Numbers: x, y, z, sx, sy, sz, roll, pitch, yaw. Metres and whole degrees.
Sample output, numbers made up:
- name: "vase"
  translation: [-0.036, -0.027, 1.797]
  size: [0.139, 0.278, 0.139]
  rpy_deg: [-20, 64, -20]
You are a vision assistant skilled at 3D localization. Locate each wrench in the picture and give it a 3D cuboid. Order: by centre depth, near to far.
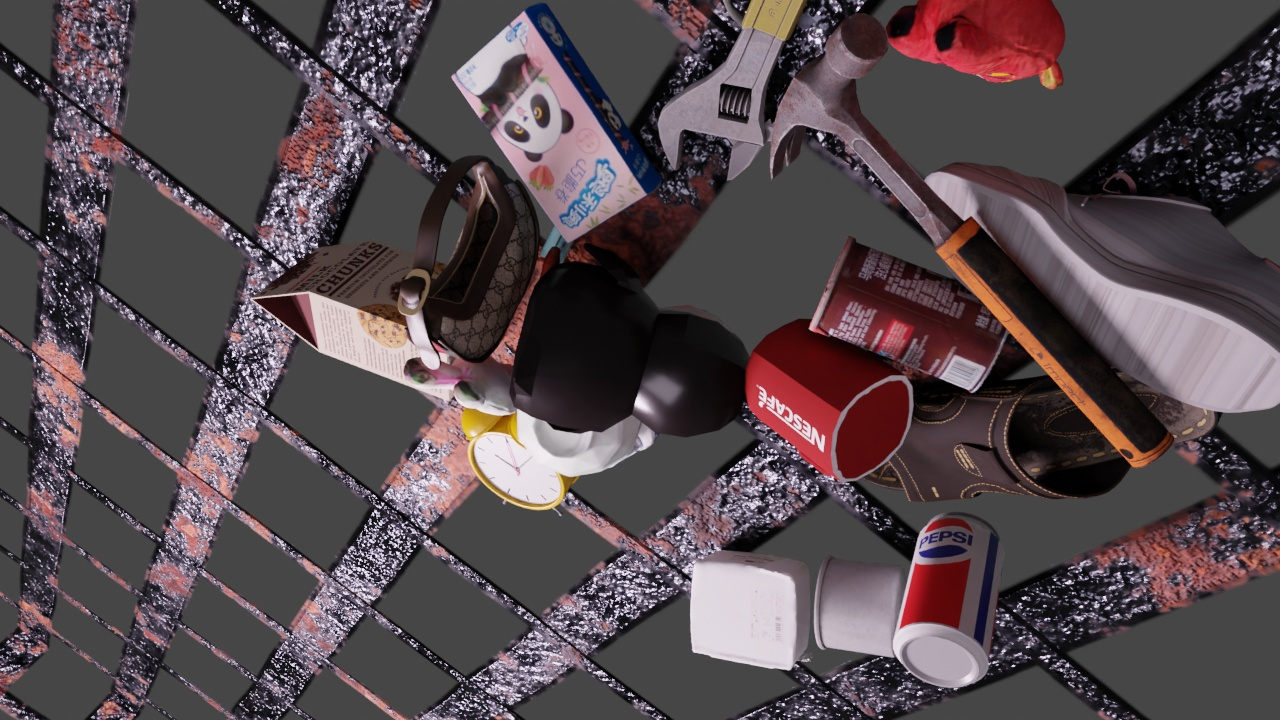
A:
- name: "wrench"
  translation: [0.081, -0.222, 0.562]
  size: [0.083, 0.018, 0.274]
  rpy_deg: [25, 135, 2]

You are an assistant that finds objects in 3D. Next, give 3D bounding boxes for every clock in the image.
- name: "clock"
  translation: [-0.121, 0.090, 0.920]
  size: [0.114, 0.051, 0.152]
  rpy_deg: [7, 132, 24]

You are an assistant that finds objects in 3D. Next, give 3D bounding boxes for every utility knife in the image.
- name: "utility knife"
  translation: [-0.046, -0.130, 0.729]
  size: [0.022, 0.015, 0.141]
  rpy_deg: [35, 131, 2]

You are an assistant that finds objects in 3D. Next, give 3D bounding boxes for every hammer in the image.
- name: "hammer"
  translation: [0.201, -0.056, 0.567]
  size: [0.314, 0.035, 0.138]
  rpy_deg: [48, 159, 0]

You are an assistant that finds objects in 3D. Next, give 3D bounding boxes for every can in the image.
- name: "can"
  translation: [0.251, 0.190, 0.740]
  size: [0.070, 0.131, 0.070]
  rpy_deg: [15, 131, 18]

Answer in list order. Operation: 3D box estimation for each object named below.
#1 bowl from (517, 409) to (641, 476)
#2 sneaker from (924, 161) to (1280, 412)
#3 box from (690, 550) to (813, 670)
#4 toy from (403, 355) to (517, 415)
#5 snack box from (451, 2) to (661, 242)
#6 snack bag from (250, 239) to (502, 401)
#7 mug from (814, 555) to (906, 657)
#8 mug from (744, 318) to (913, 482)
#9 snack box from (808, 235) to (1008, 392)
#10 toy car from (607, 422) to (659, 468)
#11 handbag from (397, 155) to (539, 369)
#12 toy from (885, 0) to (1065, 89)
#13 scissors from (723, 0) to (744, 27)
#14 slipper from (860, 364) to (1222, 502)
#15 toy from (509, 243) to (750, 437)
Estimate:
- name: "bowl"
  translation: [-0.061, 0.053, 0.818]
  size: [0.117, 0.061, 0.117]
  rpy_deg: [3, 103, 12]
- name: "sneaker"
  translation: [0.290, -0.066, 0.561]
  size: [0.236, 0.089, 0.099]
  rpy_deg: [38, 152, 26]
- name: "box"
  translation: [0.126, 0.263, 0.920]
  size: [0.107, 0.131, 0.152]
  rpy_deg: [2, 95, 29]
- name: "toy"
  translation: [-0.133, 0.018, 0.754]
  size: [0.079, 0.122, 0.038]
  rpy_deg: [32, 105, 25]
- name: "snack box"
  translation: [-0.062, -0.172, 0.680]
  size: [0.088, 0.033, 0.154]
  rpy_deg: [-26, 106, 38]
- name: "snack bag"
  translation: [-0.241, -0.050, 0.842]
  size: [0.206, 0.094, 0.070]
  rpy_deg: [19, 132, 14]
- name: "mug"
  translation: [0.204, 0.227, 0.841]
  size: [0.071, 0.084, 0.113]
  rpy_deg: [1, 160, 25]
- name: "mug"
  translation: [0.140, 0.040, 0.690]
  size: [0.096, 0.080, 0.116]
  rpy_deg: [40, 149, 46]
- name: "snack box"
  translation: [0.187, -0.032, 0.640]
  size: [0.121, 0.072, 0.072]
  rpy_deg: [23, 133, 9]
- name: "toy car"
  translation: [-0.020, 0.076, 0.869]
  size: [0.038, 0.027, 0.090]
  rpy_deg: [47, 133, -10]
- name: "handbag"
  translation: [-0.138, -0.077, 0.712]
  size: [0.063, 0.166, 0.138]
  rpy_deg: [13, 152, 19]
- name: "toy"
  translation: [0.210, -0.213, 0.502]
  size: [0.094, 0.088, 0.133]
  rpy_deg: [16, 119, -27]
- name: "scissors"
  translation: [0.070, -0.279, 0.545]
  size: [0.158, 0.012, 0.171]
  rpy_deg: [1, 125, 27]
- name: "slipper"
  translation: [0.267, 0.059, 0.665]
  size: [0.269, 0.075, 0.113]
  rpy_deg: [-16, 116, 37]
- name: "toy"
  translation: [-0.004, 0.004, 0.715]
  size: [0.184, 0.140, 0.159]
  rpy_deg: [15, 116, -1]
